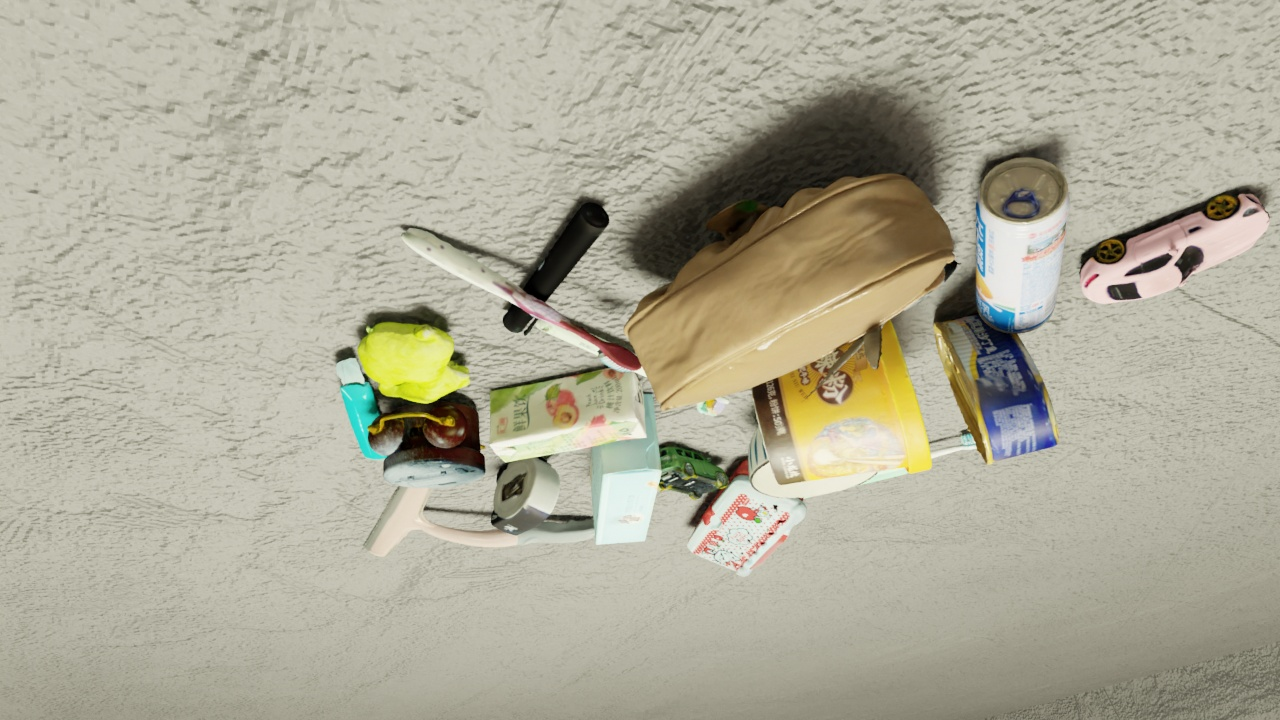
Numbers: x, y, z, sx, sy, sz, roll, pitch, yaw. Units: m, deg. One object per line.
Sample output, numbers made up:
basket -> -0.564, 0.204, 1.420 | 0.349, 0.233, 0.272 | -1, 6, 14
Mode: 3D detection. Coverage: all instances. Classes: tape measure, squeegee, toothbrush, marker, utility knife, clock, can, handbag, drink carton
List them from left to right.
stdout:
utility knife -> -0.224, 0.044, 0.750 | 0.029, 0.013, 0.187 | -3, 151, -9
clock -> -0.171, 0.066, 0.744 | 0.082, 0.055, 0.122 | -8, 158, 7
squeegee -> -0.144, 0.179, 0.973 | 0.249, 0.040, 0.248 | 8, 146, -24
tape measure -> -0.107, 0.123, 0.855 | 0.066, 0.065, 0.033 | -31, 134, 34
toothbrush -> -0.075, -0.036, 0.606 | 0.187, 0.016, 0.017 | 30, 149, -27
marker -> -0.058, -0.056, 0.603 | 0.022, 0.020, 0.132 | 45, 137, 0
drink carton -> -0.059, 0.044, 0.743 | 0.122, 0.053, 0.045 | -12, 150, 10
toothbrush -> -0.004, 0.004, 0.708 | 0.189, 0.020, 0.029 | 26, 138, -35
handbag -> 0.090, -0.047, 0.571 | 0.205, 0.099, 0.147 | -29, 169, 33
toothbrush -> 0.240, 0.111, 0.940 | 0.225, 0.027, 0.026 | -17, -167, 18
can -> 0.257, 0.015, 0.673 | 0.049, 0.148, 0.075 | -16, 117, 12
can -> 0.249, -0.072, 0.603 | 0.053, 0.053, 0.134 | -14, 149, 13

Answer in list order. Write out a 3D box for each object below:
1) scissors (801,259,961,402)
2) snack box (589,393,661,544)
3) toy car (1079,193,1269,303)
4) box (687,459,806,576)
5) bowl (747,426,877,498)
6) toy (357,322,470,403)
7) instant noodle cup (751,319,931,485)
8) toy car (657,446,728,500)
scissors -> 0.156, -0.023, 0.610 | 0.159, 0.014, 0.178 | -37, -173, -4
snack box -> -0.016, 0.103, 0.830 | 0.051, 0.074, 0.175 | -3, 150, -7
toy car -> 0.373, -0.073, 0.642 | 0.123, 0.037, 0.056 | -25, 147, 27
box -> 0.111, 0.176, 0.979 | 0.086, 0.046, 0.202 | 28, 146, 4
bowl -> 0.151, 0.072, 0.817 | 0.116, 0.066, 0.117 | -4, 150, -2
toy -> -0.168, 0.003, 0.674 | 0.097, 0.031, 0.100 | -22, 147, 28
instant noodle cup -> 0.150, 0.038, 0.705 | 0.114, 0.118, 0.118 | -15, 149, 12
toy car -> 0.046, 0.110, 0.891 | 0.043, 0.036, 0.091 | -30, 141, 33
